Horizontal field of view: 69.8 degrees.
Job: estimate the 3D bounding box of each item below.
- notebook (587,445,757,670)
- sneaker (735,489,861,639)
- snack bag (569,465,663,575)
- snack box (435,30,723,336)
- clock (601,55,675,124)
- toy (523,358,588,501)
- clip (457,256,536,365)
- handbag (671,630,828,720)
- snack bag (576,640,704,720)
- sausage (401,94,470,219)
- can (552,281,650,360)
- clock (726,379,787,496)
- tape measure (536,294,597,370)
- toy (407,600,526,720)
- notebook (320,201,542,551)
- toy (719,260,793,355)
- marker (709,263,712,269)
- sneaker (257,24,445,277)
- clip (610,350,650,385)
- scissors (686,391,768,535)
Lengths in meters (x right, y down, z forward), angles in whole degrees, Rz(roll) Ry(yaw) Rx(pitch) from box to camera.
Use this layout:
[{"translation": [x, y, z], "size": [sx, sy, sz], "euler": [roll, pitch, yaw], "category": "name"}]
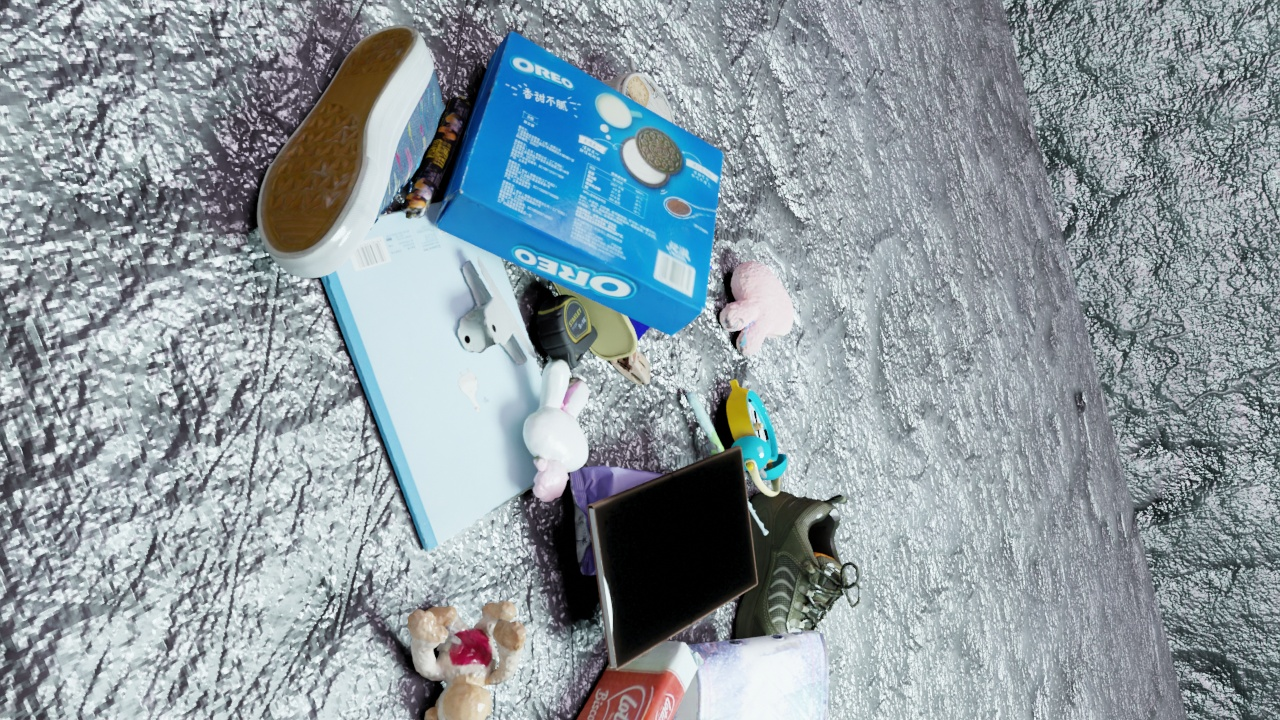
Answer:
[{"translation": [0.036, 0.170, 0.830], "size": [0.208, 0.008, 0.141], "euler": [-14, 99, -47], "category": "notebook"}, {"translation": [0.189, 0.253, 0.991], "size": [0.101, 0.143, 0.237], "euler": [30, 58, -44], "category": "sneaker"}, {"translation": [0.011, 0.156, 0.866], "size": [0.205, 0.059, 0.096], "euler": [15, 65, -46], "category": "snack bag"}, {"translation": [-0.043, -0.155, 0.813], "size": [0.238, 0.056, 0.195], "euler": [24, 55, -22], "category": "snack box"}, {"translation": [-0.010, -0.232, 0.943], "size": [0.103, 0.061, 0.156], "euler": [45, 46, -35], "category": "clock"}, {"translation": [-0.072, 0.061, 0.788], "size": [0.079, 0.038, 0.122], "euler": [46, 46, -53], "category": "toy"}, {"translation": [-0.129, -0.029, 0.760], "size": [0.102, 0.046, 0.055], "euler": [61, 33, -19], "category": "clip"}, {"translation": [0.103, 0.327, 0.882], "size": [0.158, 0.069, 0.126], "euler": [2, 92, -28], "category": "handbag"}, {"translation": [-0.028, 0.322, 0.750], "size": [0.041, 0.078, 0.224], "euler": [61, 41, -24], "category": "snack bag"}, {"translation": [-0.166, -0.169, 0.754], "size": [0.020, 0.020, 0.155], "euler": [43, 44, -36], "category": "sausage"}, {"translation": [-0.025, -0.074, 0.883], "size": [0.116, 0.057, 0.092], "euler": [62, 39, -19], "category": "can"}, {"translation": [0.129, 0.089, 1.031], "size": [0.099, 0.044, 0.129], "euler": [33, 40, -57], "category": "clock"}, {"translation": [-0.070, -0.028, 0.832], "size": [0.061, 0.034, 0.061], "euler": [67, 27, -20], "category": "tape measure"}, {"translation": [-0.133, 0.226, 0.663], "size": [0.085, 0.074, 0.106], "euler": [8, 94, -19], "category": "toy"}, {"translation": [-0.152, 0.000, 0.741], "size": [0.180, 0.009, 0.253], "euler": [-28, 103, -52], "category": "notebook"}, {"translation": [0.137, -0.059, 1.091], "size": [0.104, 0.053, 0.108], "euler": [-52, 121, -33], "category": "toy"}, {"translation": [0.045, -0.164, 1.028], "size": [0.020, 0.020, 0.141], "euler": [-42, 113, -48], "category": "marker"}, {"translation": [-0.203, -0.144, 0.675], "size": [0.079, 0.087, 0.234], "euler": [64, 30, -50], "category": "sneaker"}, {"translation": [-0.011, 0.006, 0.911], "size": [0.052, 0.059, 0.026], "euler": [7, 69, -9], "category": "clip"}, {"translation": [0.090, 0.104, 0.971], "size": [0.172, 0.023, 0.171], "euler": [58, 1, 25], "category": "scissors"}]
